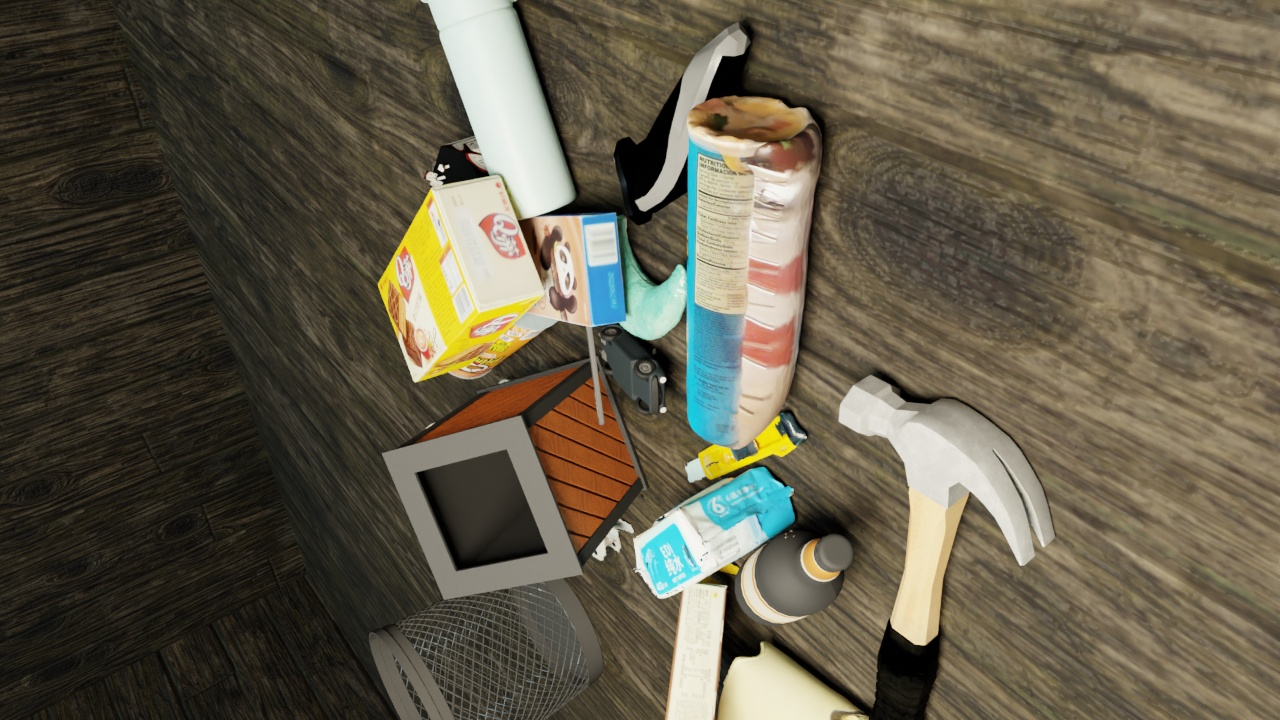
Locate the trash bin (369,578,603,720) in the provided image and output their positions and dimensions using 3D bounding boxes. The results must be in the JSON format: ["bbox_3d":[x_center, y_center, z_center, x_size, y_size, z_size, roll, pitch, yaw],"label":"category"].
[{"bbox_3d":[-0.195,0.391,1.190,0.218,0.226,0.218,38,141,38],"label":"trash bin"}]

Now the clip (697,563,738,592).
[{"bbox_3d":[0.062,0.182,0.828,0.054,0.044,0.049,-6,89,60],"label":"clip"}]

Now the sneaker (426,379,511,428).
[{"bbox_3d":[-0.135,0.075,1.001,0.242,0.087,0.118,-15,87,38],"label":"sneaker"}]

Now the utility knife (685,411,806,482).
[{"bbox_3d":[0.078,0.075,0.735,0.179,0.017,0.030,-40,69,63],"label":"utility knife"}]

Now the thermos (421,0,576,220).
[{"bbox_3d":[-0.114,-0.222,0.751,0.065,0.078,0.207,-107,0,-73],"label":"thermos"}]

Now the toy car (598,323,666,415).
[{"bbox_3d":[-0.005,0.005,0.784,0.112,0.034,0.046,-134,36,-52],"label":"toy car"}]

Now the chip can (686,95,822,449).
[{"bbox_3d":[0.068,-0.049,0.591,0.080,0.079,0.230,37,142,39],"label":"chip can"}]

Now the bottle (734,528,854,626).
[{"bbox_3d":[0.112,0.150,0.649,0.059,0.059,0.182,56,163,15],"label":"bottle"}]

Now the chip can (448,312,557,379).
[{"bbox_3d":[-0.148,-0.040,0.940,0.075,0.075,0.216,64,150,1],"label":"chip can"}]

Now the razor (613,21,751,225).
[{"bbox_3d":[0.031,-0.153,0.597,0.060,0.057,0.157,37,142,-9],"label":"razor"}]

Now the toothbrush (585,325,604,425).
[{"bbox_3d":[-0.044,-0.025,0.812,0.013,0.013,0.167,-145,47,-79],"label":"toothbrush"}]

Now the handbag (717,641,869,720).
[{"bbox_3d":[0.132,0.312,0.770,0.119,0.081,0.111,32,130,46],"label":"handbag"}]

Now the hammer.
[{"bbox_3d":[0.185,0.168,0.613,0.131,0.039,0.329,33,138,41],"label":"hammer"}]

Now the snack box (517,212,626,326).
[{"bbox_3d":[-0.062,-0.079,0.769,0.151,0.034,0.087,15,112,62],"label":"snack box"}]

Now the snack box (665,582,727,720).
[{"bbox_3d":[0.047,0.290,0.808,0.147,0.041,0.142,88,-171,-54],"label":"snack box"}]

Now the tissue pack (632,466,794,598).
[{"bbox_3d":[0.053,0.139,0.741,0.061,0.092,0.145,60,150,13],"label":"tissue pack"}]

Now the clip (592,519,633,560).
[{"bbox_3d":[-0.036,0.184,1.002,0.102,0.050,0.058,21,136,52],"label":"clip"}]

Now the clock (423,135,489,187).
[{"bbox_3d":[-0.167,-0.152,0.893,0.155,0.064,0.115,-5,108,58],"label":"clock"}]

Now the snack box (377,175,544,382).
[{"bbox_3d":[-0.168,-0.065,0.818,0.231,0.061,0.110,-31,79,60],"label":"snack box"}]

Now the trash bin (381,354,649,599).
[{"bbox_3d":[-0.104,0.101,0.830,0.140,0.171,0.140,-16,101,23],"label":"trash bin"}]

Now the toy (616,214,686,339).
[{"bbox_3d":[0.002,-0.059,0.734,0.105,0.033,0.085,42,134,39],"label":"toy"}]
